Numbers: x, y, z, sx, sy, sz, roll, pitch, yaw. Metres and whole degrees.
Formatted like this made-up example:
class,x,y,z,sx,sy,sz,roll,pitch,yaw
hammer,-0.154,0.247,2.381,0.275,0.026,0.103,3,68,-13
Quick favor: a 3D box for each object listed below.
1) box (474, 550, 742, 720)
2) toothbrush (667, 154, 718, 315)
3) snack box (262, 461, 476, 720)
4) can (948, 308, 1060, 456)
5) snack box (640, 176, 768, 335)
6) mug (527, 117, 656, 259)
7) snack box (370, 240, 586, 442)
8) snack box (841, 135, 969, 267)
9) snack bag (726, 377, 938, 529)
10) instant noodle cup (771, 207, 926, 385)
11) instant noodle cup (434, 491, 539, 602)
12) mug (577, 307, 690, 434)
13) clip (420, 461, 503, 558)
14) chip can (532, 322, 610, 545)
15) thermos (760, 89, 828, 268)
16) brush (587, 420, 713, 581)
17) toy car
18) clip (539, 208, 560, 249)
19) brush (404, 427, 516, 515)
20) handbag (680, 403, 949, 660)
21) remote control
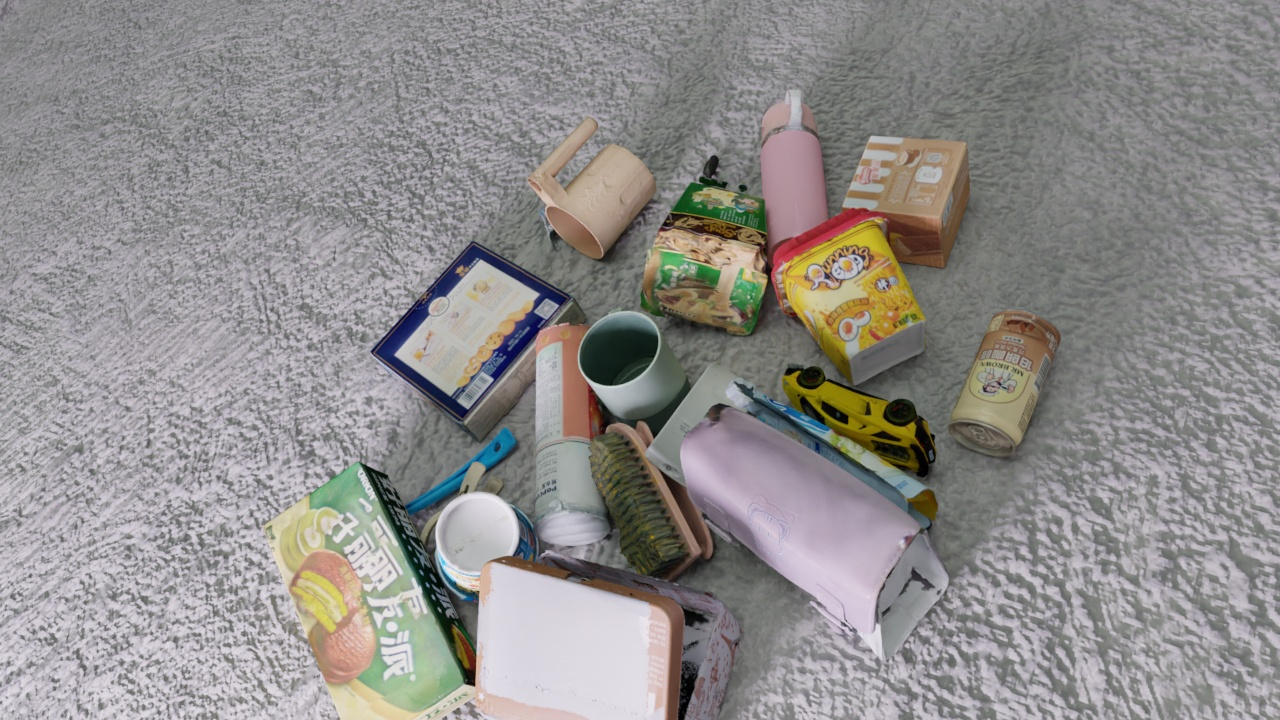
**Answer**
class,x,y,z,sx,sy,sz,roll,pitch,yaw
box,-0.039,0.229,0.716,0.182,0.158,0.148,8,61,27
toothbrush,0.057,-0.143,1.004,0.027,0.026,0.212,-33,35,55
snack box,-0.244,0.222,0.840,0.114,0.063,0.240,-34,65,0
can,0.305,0.018,0.768,0.058,0.058,0.116,18,67,31
snack box,0.073,-0.108,0.916,0.118,0.118,0.105,15,48,4
mug,-0.055,-0.193,1.025,0.103,0.124,0.084,-51,33,-16
snack box,-0.182,-0.027,1.019,0.182,0.046,0.177,31,75,35
snack box,0.259,-0.154,0.889,0.094,0.077,0.092,12,65,29
snack bag,0.154,0.075,0.765,0.191,0.110,0.039,34,94,34
instant noodle cup,0.195,-0.054,0.838,0.116,0.116,0.123,-27,64,4
instant noodle cup,-0.139,0.162,0.816,0.099,0.110,0.099,2,70,-5
mug,-0.005,0.005,0.881,0.082,0.106,0.111,-22,53,10
clip,-0.172,0.157,0.910,0.034,0.076,0.103,17,57,32
chip can,-0.069,0.067,0.891,0.071,0.071,0.214,-15,54,14
thermos,0.160,-0.190,0.951,0.067,0.087,0.198,2,59,1
brush,0.007,0.119,0.813,0.072,0.063,0.145,-12,62,-33
toy car,0.184,0.051,0.792,0.156,0.071,0.041,26,67,36
clip,-0.105,-0.155,1.084,0.028,0.024,0.056,-34,58,4
brush,-0.234,0.152,0.933,0.254,0.046,0.083,-35,48,-6
handbag,0.130,0.129,0.718,0.098,0.145,0.197,-46,52,-13
remote control,0.057,0.057,0.831,0.056,0.019,0.134,35,47,4
